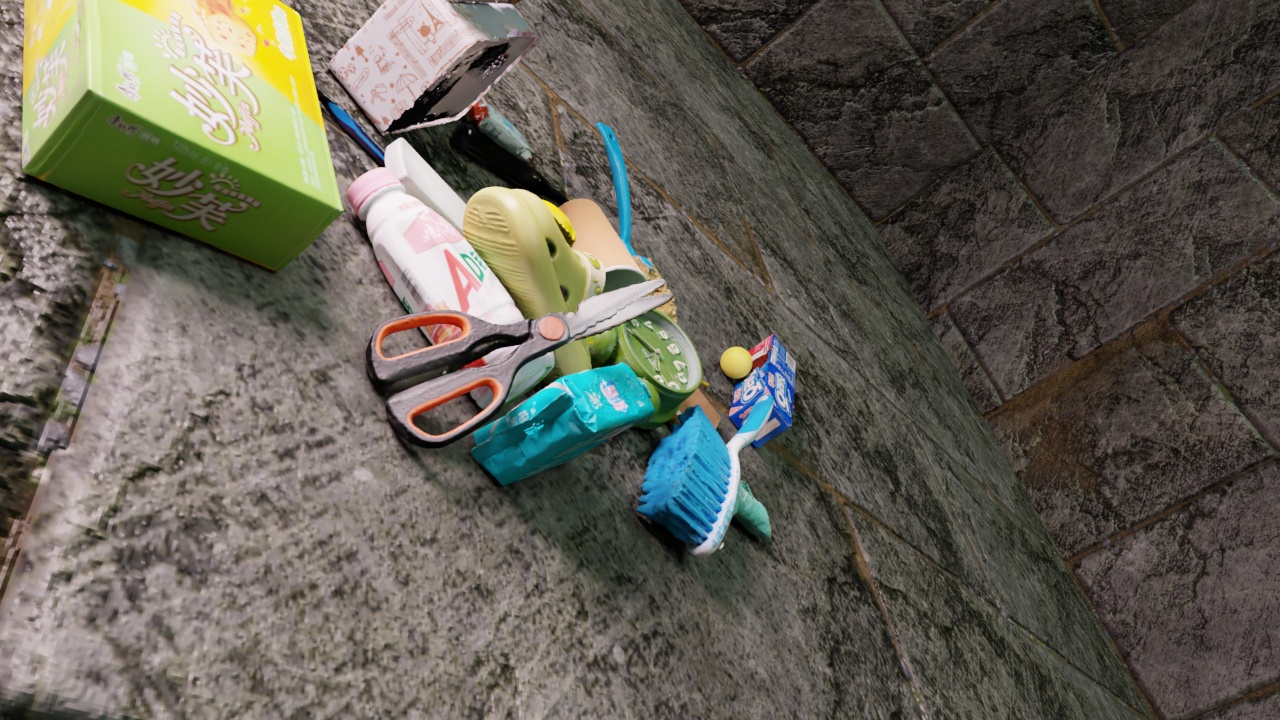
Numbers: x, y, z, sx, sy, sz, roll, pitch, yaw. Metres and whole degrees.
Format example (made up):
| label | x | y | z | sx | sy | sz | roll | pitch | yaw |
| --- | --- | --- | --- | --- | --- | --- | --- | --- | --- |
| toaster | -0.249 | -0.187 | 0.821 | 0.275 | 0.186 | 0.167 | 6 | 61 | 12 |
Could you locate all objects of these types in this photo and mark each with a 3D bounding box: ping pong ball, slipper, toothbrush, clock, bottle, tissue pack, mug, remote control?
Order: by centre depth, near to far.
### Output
| label | x | y | z | sx | sy | sz | roll | pitch | yaw |
| --- | --- | --- | --- | --- | --- | --- | --- | --- | --- |
| tissue pack | -0.056 | 0.045 | 0.678 | 0.050 | 0.093 | 0.133 | 62 | 22 | 7 |
| bottle | -0.146 | -0.056 | 0.685 | 0.197 | 0.068 | 0.068 | 52 | 22 | 6 |
| slipper | -0.075 | -0.062 | 0.731 | 0.081 | 0.092 | 0.191 | -42 | 134 | -30 |
| toothbrush | -0.237 | -0.192 | 0.766 | 0.189 | 0.014 | 0.016 | 46 | 0 | -21 |
| remote control | -0.165 | -0.126 | 0.772 | 0.135 | 0.019 | 0.056 | 47 | 18 | -47 |
| clock | -0.005 | 0.005 | 0.867 | 0.160 | 0.056 | 0.116 | -16 | 70 | -54 |
| mug | -0.050 | -0.106 | 0.943 | 0.078 | 0.078 | 0.122 | 28 | 28 | -47 |
| toothbrush | -0.119 | -0.195 | 0.992 | 0.212 | 0.027 | 0.026 | 26 | 79 | -51 |
| ping pong ball | 0.121 | 0.003 | 1.162 | 0.040 | 0.040 | 0.040 | 43 | 25 | -25 |

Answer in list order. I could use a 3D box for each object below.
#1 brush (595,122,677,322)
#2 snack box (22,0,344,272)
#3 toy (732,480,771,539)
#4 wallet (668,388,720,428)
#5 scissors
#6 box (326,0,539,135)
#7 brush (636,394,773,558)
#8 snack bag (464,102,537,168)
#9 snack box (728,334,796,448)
| label | x | y | z | sx | sy | sz | roll | pitch | yaw |
| --- | --- | --- | --- | --- | --- | --- | --- | --- | --- |
| brush | -0.012 | -0.145 | 1.005 | 0.083 | 0.046 | 0.254 | 7 | 67 | -57 |
| snack box | -0.283 | -0.175 | 0.571 | 0.157 | 0.070 | 0.210 | 25 | 36 | -51 |
| toy | 0.103 | 0.146 | 0.938 | 0.092 | 0.030 | 0.096 | 47 | 15 | -30 |
| wallet | 0.044 | 0.043 | 0.982 | 0.101 | 0.020 | 0.115 | 53 | 19 | -1 |
| scissors | -0.069 | -0.001 | 0.637 | 0.234 | 0.022 | 0.148 | 0 | 65 | -16 |
| box | -0.139 | -0.323 | 0.824 | 0.082 | 0.260 | 0.176 | 49 | 23 | -6 |
| brush | 0.077 | 0.083 | 0.901 | 0.109 | 0.061 | 0.313 | 48 | 29 | -15 |
| snack bag | -0.151 | -0.249 | 1.002 | 0.105 | 0.026 | 0.045 | 34 | 20 | -41 |
| snack box | 0.159 | 0.035 | 1.168 | 0.057 | 0.058 | 0.207 | 50 | 22 | -11 |
